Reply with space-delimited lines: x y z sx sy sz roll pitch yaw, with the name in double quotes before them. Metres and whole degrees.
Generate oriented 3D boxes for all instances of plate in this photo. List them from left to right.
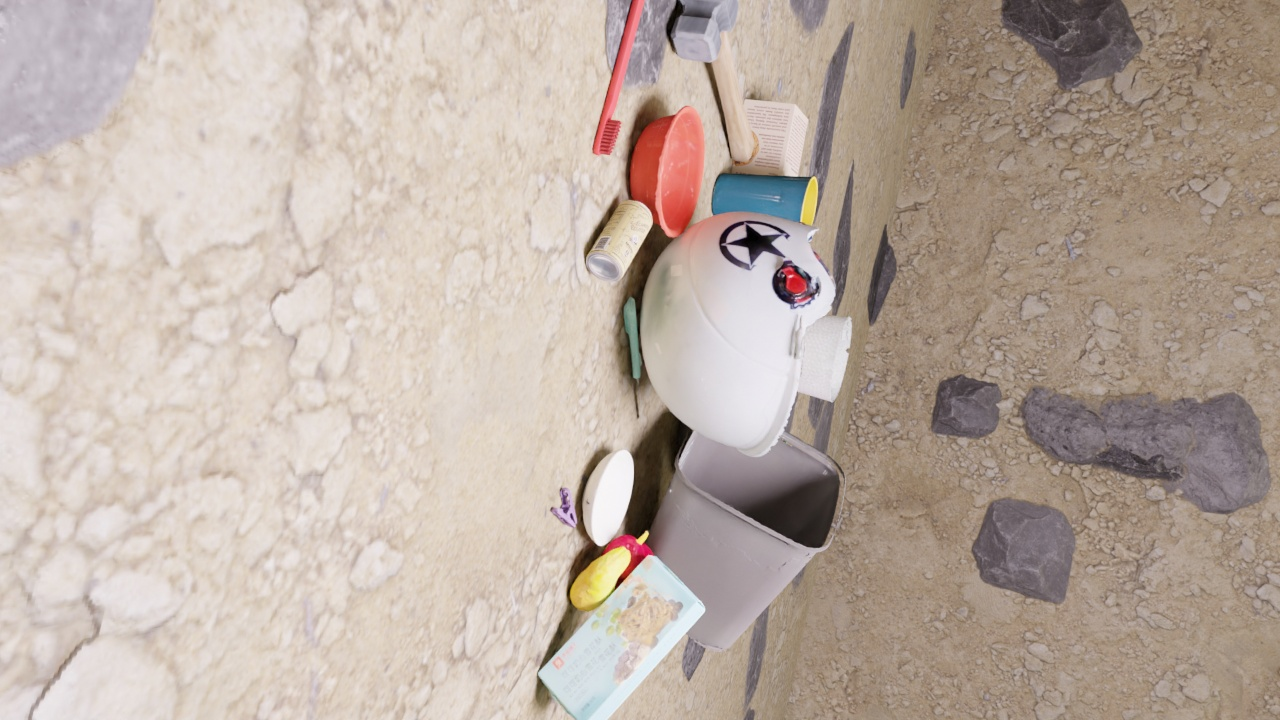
"plate" -0.039 0.144 0.982 0.104 0.026 0.104 13 89 -69

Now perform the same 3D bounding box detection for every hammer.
"hammer" 0.099 -0.327 1.061 0.323 0.051 0.117 54 51 -68

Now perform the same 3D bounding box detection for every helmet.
"helmet" 0.081 -0.036 0.967 0.237 0.163 0.263 115 -16 -53

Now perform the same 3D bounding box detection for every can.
"can" -0.019 -0.114 0.870 0.038 0.038 0.079 79 30 -47

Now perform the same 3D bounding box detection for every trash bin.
"trash bin" 0.104 0.208 1.116 0.221 0.197 0.196 -64 174 32
"trash bin" 0.234 -0.017 1.430 0.133 0.161 0.133 12 89 -70

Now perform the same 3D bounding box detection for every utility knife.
"utility knife" -0.006 0.006 1.015 0.022 0.015 0.177 -92 178 -48

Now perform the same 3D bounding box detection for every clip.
"clip" -0.074 0.146 0.913 0.050 0.014 0.046 33 68 -66

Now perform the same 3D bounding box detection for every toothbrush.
"toothbrush" -0.008 -0.285 0.831 0.012 0.018 0.212 31 73 -69

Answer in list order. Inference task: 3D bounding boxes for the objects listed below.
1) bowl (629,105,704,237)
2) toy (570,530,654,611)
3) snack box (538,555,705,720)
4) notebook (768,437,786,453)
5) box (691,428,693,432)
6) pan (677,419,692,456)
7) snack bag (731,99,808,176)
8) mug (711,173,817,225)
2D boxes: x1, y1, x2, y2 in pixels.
"bowl" 0.023 -0.192 0.927 0.130 0.045 0.130 13 89 -70
"toy" -0.024 0.227 1.010 0.106 0.067 0.137 -49 160 15
"snack box" -0.019 0.293 0.957 0.174 0.075 0.053 -45 150 -8
"notebook" 0.145 0.239 1.411 0.182 0.010 0.251 -45 -165 54
"box" 0.104 0.053 1.245 0.137 0.024 0.186 86 25 -50
"pan" 0.108 0.088 1.348 0.354 0.024 0.216 41 63 -67
"snack bag" 0.168 -0.240 1.258 0.094 0.070 0.206 -6 107 -69
"mug" 0.157 -0.203 1.174 0.078 0.121 0.078 13 89 -69
